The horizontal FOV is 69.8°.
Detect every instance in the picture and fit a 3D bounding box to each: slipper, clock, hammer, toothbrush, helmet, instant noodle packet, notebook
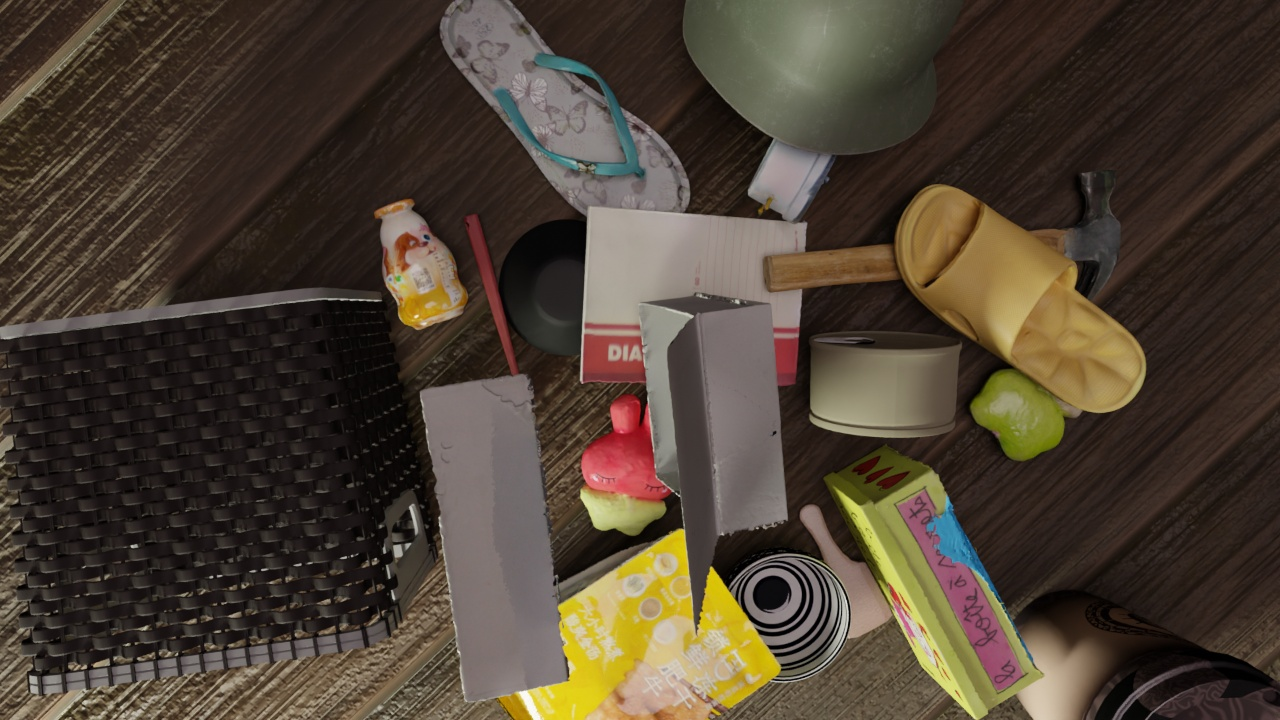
[{"bbox_3d":[0.330,-0.047,0.787,0.263,0.078,0.099,37,96,-6],"label":"slipper"},{"bbox_3d":[0.140,-0.178,0.796,0.057,0.083,0.117,27,95,0],"label":"clock"},{"bbox_3d":[-0.070,-0.210,0.794,0.269,0.054,0.098,42,95,-6],"label":"slipper"},{"bbox_3d":[0.275,-0.092,0.831,0.330,0.033,0.132,-6,99,-6],"label":"hammer"},{"bbox_3d":[-0.130,-0.038,0.826,0.016,0.016,0.190,-21,100,-44],"label":"toothbrush"},{"bbox_3d":[0.155,-0.318,0.716,0.226,0.154,0.267,-16,70,-19],"label":"helmet"},{"bbox_3d":[-0.009,0.261,0.816,0.222,0.084,0.163,-32,96,14],"label":"instant noodle packet"},{"bbox_3d":[0.050,-0.054,0.812,0.208,0.012,0.153,1,95,-20],"label":"notebook"}]

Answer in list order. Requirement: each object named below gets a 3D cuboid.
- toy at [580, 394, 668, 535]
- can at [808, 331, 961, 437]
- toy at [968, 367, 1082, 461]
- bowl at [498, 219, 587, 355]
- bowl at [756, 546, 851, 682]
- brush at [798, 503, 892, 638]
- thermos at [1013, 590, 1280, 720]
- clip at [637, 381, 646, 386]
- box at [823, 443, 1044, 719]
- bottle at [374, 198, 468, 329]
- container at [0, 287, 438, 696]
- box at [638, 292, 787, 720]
[{"bbox_3d":[-0.007,0.095,0.837,0.091,0.045,0.135,14,102,-7],"label":"toy"},{"bbox_3d":[0.211,0.018,0.801,0.128,0.127,0.073,-1,99,-4],"label":"can"},{"bbox_3d":[0.370,0.034,0.855,0.118,0.043,0.092,-42,94,-1],"label":"toy"},{"bbox_3d":[-0.065,-0.063,0.811,0.124,0.052,0.124,0,97,-4],"label":"bowl"},{"bbox_3d":[0.128,0.227,0.851,0.120,0.066,0.120,0,97,-4],"label":"bowl"},{"bbox_3d":[0.189,0.197,0.880,0.050,0.015,0.135,-28,92,1],"label":"brush"},{"bbox_3d":[0.428,0.301,0.798,0.172,0.226,0.173,0,97,-4],"label":"thermos"},{"bbox_3d":[-0.007,0.011,0.840,0.061,0.025,0.045,19,94,2],"label":"clip"},{"bbox_3d":[0.258,0.192,0.829,0.079,0.124,0.221,-32,99,-2],"label":"box"},{"bbox_3d":[-0.193,-0.084,0.795,0.063,0.063,0.109,-19,97,-1],"label":"bottle"},{"bbox_3d":[-0.314,0.080,0.720,0.245,0.247,0.243,-8,94,-3],"label":"container"},{"bbox_3d":[0.054,0.053,0.610,0.108,0.418,0.166,-7,99,-2],"label":"box"}]
